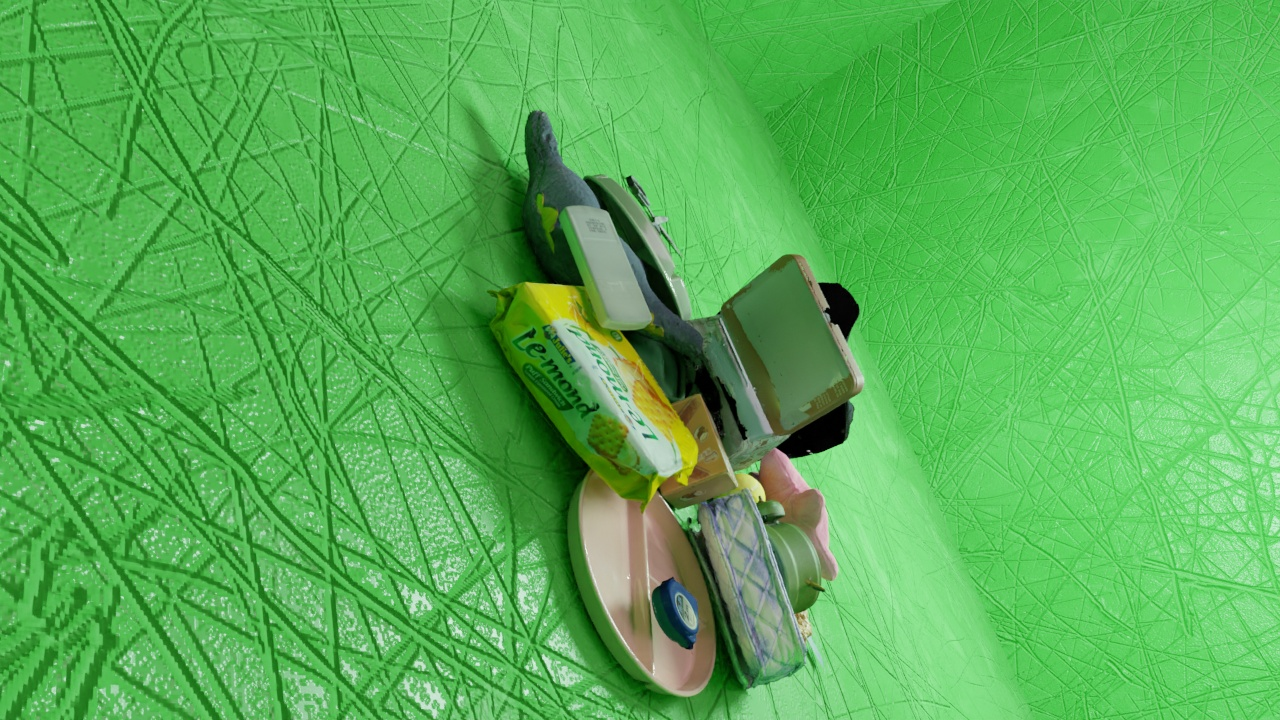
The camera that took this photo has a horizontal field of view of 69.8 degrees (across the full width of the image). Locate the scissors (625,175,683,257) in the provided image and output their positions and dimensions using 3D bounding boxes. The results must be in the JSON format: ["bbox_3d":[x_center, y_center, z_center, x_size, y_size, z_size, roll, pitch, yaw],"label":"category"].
[{"bbox_3d":[0.024,-0.237,1.532,0.159,0.014,0.176,62,17,-3],"label":"scissors"}]

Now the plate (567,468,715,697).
[{"bbox_3d":[0.002,0.204,0.865,0.229,0.028,0.229,49,24,-32],"label":"plate"}]

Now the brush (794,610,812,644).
[{"bbox_3d":[0.153,0.249,1.174,0.083,0.046,0.254,20,41,-56],"label":"brush"}]

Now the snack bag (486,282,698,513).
[{"bbox_3d":[-0.042,0.029,0.887,0.246,0.068,0.157,54,17,9],"label":"snack bag"}]

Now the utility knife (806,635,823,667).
[{"bbox_3d":[0.196,0.317,1.214,0.193,0.013,0.029,62,21,7],"label":"utility knife"}]

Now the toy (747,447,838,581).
[{"bbox_3d":[0.188,0.188,1.205,0.195,0.074,0.178,16,-56,68],"label":"toy"}]

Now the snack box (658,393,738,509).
[{"bbox_3d":[0.053,0.103,1.019,0.093,0.077,0.094,56,13,-68],"label":"snack box"}]

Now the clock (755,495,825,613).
[{"bbox_3d":[0.146,0.229,1.058,0.056,0.116,0.161,-5,45,-29],"label":"clock"}]

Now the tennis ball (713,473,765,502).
[{"bbox_3d":[0.124,0.174,1.148,0.065,0.066,0.065,50,23,-30],"label":"tennis ball"}]

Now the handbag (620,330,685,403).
[{"bbox_3d":[-0.006,0.006,1.063,0.120,0.068,0.131,44,27,-21],"label":"handbag"}]

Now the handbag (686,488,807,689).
[{"bbox_3d":[0.108,0.241,0.972,0.134,0.075,0.193,88,-14,-64],"label":"handbag"}]

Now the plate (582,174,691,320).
[{"bbox_3d":[-0.003,-0.137,1.155,0.230,0.027,0.230,56,-7,10],"label":"plate"}]

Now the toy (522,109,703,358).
[{"bbox_3d":[-0.062,-0.140,1.039,0.137,0.092,0.356,-20,73,-44],"label":"toy"}]

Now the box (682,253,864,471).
[{"bbox_3d":[0.126,0.013,1.080,0.088,0.263,0.178,-11,69,-31],"label":"box"}]

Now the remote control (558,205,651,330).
[{"bbox_3d":[-0.038,-0.096,0.943,0.058,0.021,0.150,0,57,-37],"label":"remote control"}]

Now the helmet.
[{"bbox_3d":[0.186,0.014,1.285,0.274,0.230,0.234,-125,-161,-46],"label":"helmet"}]

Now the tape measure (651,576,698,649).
[{"bbox_3d":[0.031,0.227,0.828,0.054,0.025,0.058,51,19,-24],"label":"tape measure"}]
